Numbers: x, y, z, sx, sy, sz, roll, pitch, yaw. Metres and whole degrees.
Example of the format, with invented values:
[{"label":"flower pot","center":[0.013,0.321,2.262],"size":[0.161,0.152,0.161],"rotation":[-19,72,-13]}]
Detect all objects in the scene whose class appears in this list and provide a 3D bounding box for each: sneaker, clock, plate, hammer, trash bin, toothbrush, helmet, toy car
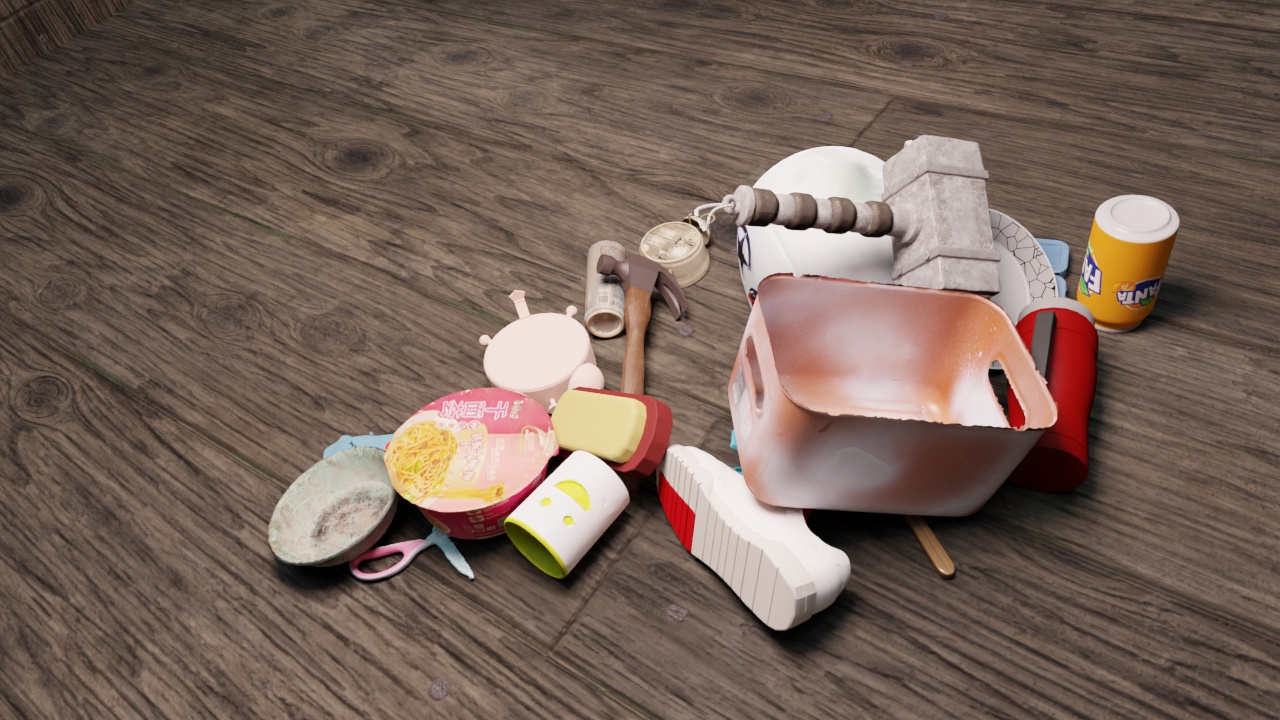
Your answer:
[{"label":"sneaker","center":[0.112,0.156,0.902],"size":[0.104,0.090,0.236],"rotation":[-14,33,-30]},{"label":"clock","center":[-0.123,-0.002,1.106],"size":[0.131,0.086,0.160],"rotation":[-19,52,-4]},{"label":"plate","center":[0.385,-0.081,1.032],"size":[0.188,0.016,0.188],"rotation":[4,77,-15]},{"label":"hammer","center":[0.207,-0.147,0.930],"size":[0.326,0.080,0.176],"rotation":[2,75,-20]},{"label":"hammer","center":[-0.006,0.006,1.074],"size":[0.115,0.033,0.322],"rotation":[18,53,-19]},{"label":"trash bin","center":[0.227,0.040,0.882],"size":[0.259,0.158,0.181],"rotation":[4,45,-10]},{"label":"toothbrush","center":[0.264,0.146,0.912],"size":[0.016,0.016,0.166],"rotation":[-18,46,-6]},{"label":"helmet","center":[0.229,-0.146,1.081],"size":[0.236,0.164,0.263],"rotation":[-19,52,3]},{"label":"toy car","center":[-0.324,0.107,1.084],"size":[0.108,0.027,0.060],"rotation":[-8,46,6]},{"label":"clock","center":[0.054,-0.156,1.224],"size":[0.093,0.055,0.140],"rotation":[25,59,32]}]

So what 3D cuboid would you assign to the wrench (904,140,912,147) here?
[{"label":"wrench","center":[0.368,-0.200,1.159],"size":[0.018,0.066,0.272],"rotation":[-8,43,7]}]

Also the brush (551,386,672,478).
[{"label":"brush","center":[-0.041,0.072,0.981],"size":[0.174,0.041,0.082],"rotation":[5,73,50]}]

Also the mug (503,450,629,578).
[{"label":"mug","center":[-0.074,0.156,0.938],"size":[0.082,0.083,0.106],"rotation":[25,56,32]}]

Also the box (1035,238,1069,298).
[{"label":"box","center":[0.407,-0.110,1.117],"size":[0.209,0.021,0.125],"rotation":[9,49,22]}]

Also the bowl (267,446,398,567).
[{"label":"bowl","center":[-0.328,0.167,1.008],"size":[0.158,0.038,0.157],"rotation":[-14,41,13]}]

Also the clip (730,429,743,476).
[{"label":"clip","center":[0.148,0.117,0.954],"size":[0.120,0.104,0.027],"rotation":[6,50,9]}]

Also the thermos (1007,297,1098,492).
[{"label":"thermos","center":[0.413,0.023,0.929],"size":[0.084,0.108,0.198],"rotation":[-5,46,33]}]

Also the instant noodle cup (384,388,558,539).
[{"label":"instant noodle cup","center":[-0.176,0.118,0.994],"size":[0.179,0.078,0.178],"rotation":[-4,42,4]}]

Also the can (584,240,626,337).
[{"label":"can","center":[-0.044,-0.093,1.187],"size":[0.054,0.054,0.135],"rotation":[-8,46,6]}]

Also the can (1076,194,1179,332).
[{"label":"can","center":[0.525,-0.104,0.996],"size":[0.079,0.143,0.079],"rotation":[-7,46,7]}]

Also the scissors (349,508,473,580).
[{"label":"scissors","center":[-0.234,0.179,1.003],"size":[0.170,0.014,0.173],"rotation":[-15,45,1]}]
